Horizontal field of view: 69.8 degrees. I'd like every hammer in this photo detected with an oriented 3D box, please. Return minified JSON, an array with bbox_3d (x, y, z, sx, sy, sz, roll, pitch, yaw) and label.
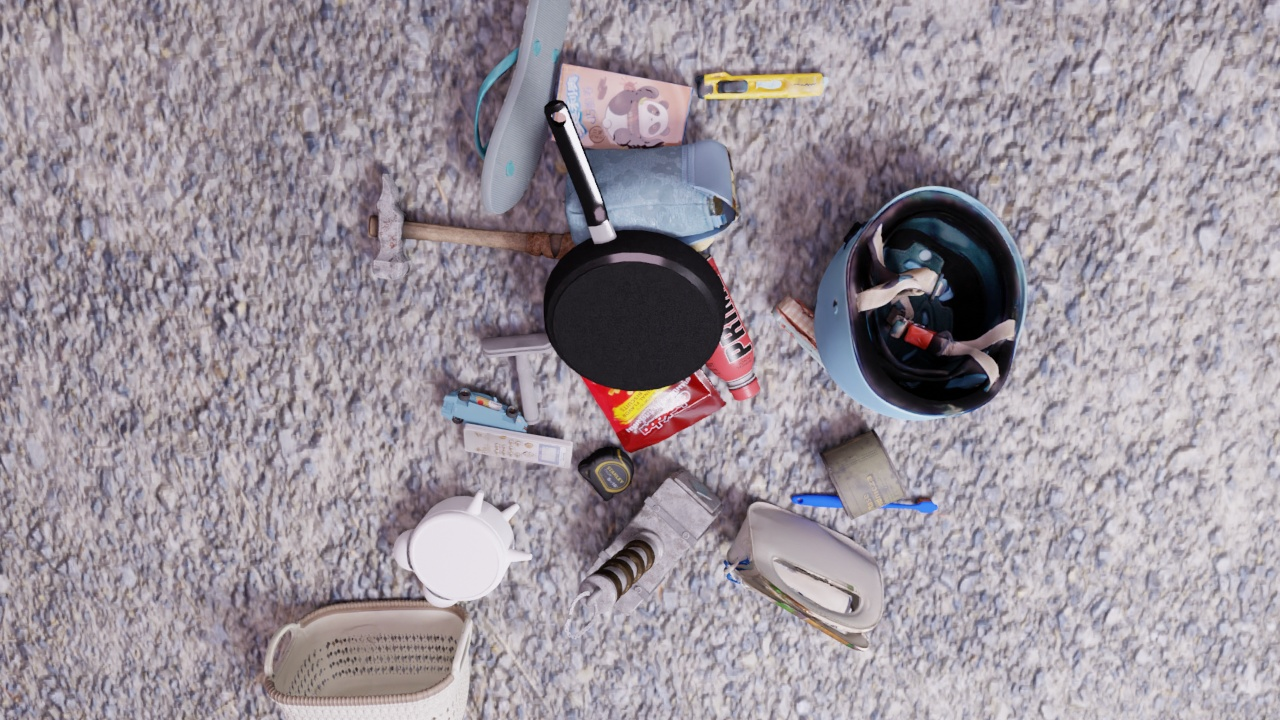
[{"bbox_3d":[-0.012,0.228,1.028,0.079,0.325,0.177,41,102,10],"label":"hammer"},{"bbox_3d":[-0.162,-0.144,1.085,0.319,0.049,0.121,6,101,-1],"label":"hammer"}]

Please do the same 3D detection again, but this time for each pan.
[{"bbox_3d":[-0.030,-0.104,0.968,0.204,0.044,0.356,-12,128,13],"label":"pan"}]

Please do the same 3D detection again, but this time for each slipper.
[{"bbox_3d":[-0.138,-0.298,1.031,0.055,0.098,0.269,20,97,22],"label":"slipper"}]

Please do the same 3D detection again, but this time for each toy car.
[{"bbox_3d":[-0.190,0.063,1.138,0.107,0.027,0.060,19,139,-7],"label":"toy car"}]

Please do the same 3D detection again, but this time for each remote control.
[{"bbox_3d":[-0.153,0.108,1.148,0.136,0.011,0.050,10,141,0],"label":"remote control"}]

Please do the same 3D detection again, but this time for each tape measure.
[{"bbox_3d":[-0.039,0.138,1.153,0.061,0.034,0.062,-32,113,13],"label":"tape measure"}]

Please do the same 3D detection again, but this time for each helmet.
[{"bbox_3d":[0.297,-0.060,1.016,0.225,0.167,0.265,35,74,-11],"label":"helmet"}]

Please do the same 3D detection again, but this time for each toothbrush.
[{"bbox_3d":[0.283,0.180,1.164,0.182,0.018,0.016,3,104,4],"label":"toothbrush"}]

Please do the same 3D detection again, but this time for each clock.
[{"bbox_3d":[-0.227,0.238,1.174,0.161,0.072,0.125,-32,101,16],"label":"clock"}]

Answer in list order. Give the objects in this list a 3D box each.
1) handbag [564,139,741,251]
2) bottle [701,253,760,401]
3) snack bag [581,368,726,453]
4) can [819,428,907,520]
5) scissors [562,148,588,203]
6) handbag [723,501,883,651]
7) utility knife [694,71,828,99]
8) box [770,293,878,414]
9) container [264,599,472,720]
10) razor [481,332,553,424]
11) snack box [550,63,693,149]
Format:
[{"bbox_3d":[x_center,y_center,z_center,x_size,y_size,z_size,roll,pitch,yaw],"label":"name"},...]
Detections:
[{"bbox_3d":[0.014,-0.171,1.014,0.192,0.121,0.119,-7,139,6],"label":"handbag"},{"bbox_3d":[0.092,-0.035,1.091,0.062,0.062,0.176,-24,102,8],"label":"bottle"},{"bbox_3d":[-0.007,0.007,1.121,0.139,0.066,0.208,-33,110,4],"label":"snack bag"},{"bbox_3d":[0.268,0.139,1.113,0.075,0.089,0.090,-26,102,8],"label":"can"},{"bbox_3d":[-0.003,-0.195,1.072,0.175,0.014,0.141,-19,87,-2],"label":"scissors"},{"bbox_3d":[0.196,0.271,1.095,0.200,0.199,0.093,24,107,-1],"label":"handbag"},{"bbox_3d":[0.138,-0.314,1.046,0.151,0.017,0.030,-2,113,0],"label":"utility knife"},{"bbox_3d":[0.237,-0.012,1.100,0.187,0.056,0.059,41,61,-8],"label":"box"},{"bbox_3d":[-0.332,0.402,1.161,0.246,0.184,0.143,-2,113,3],"label":"container"},{"bbox_3d":[-0.142,0.024,1.128,0.088,0.047,0.116,-5,111,3],"label":"razor"},{"bbox_3d":[-0.021,-0.281,1.049,0.151,0.034,0.087,10,105,0],"label":"snack box"}]
